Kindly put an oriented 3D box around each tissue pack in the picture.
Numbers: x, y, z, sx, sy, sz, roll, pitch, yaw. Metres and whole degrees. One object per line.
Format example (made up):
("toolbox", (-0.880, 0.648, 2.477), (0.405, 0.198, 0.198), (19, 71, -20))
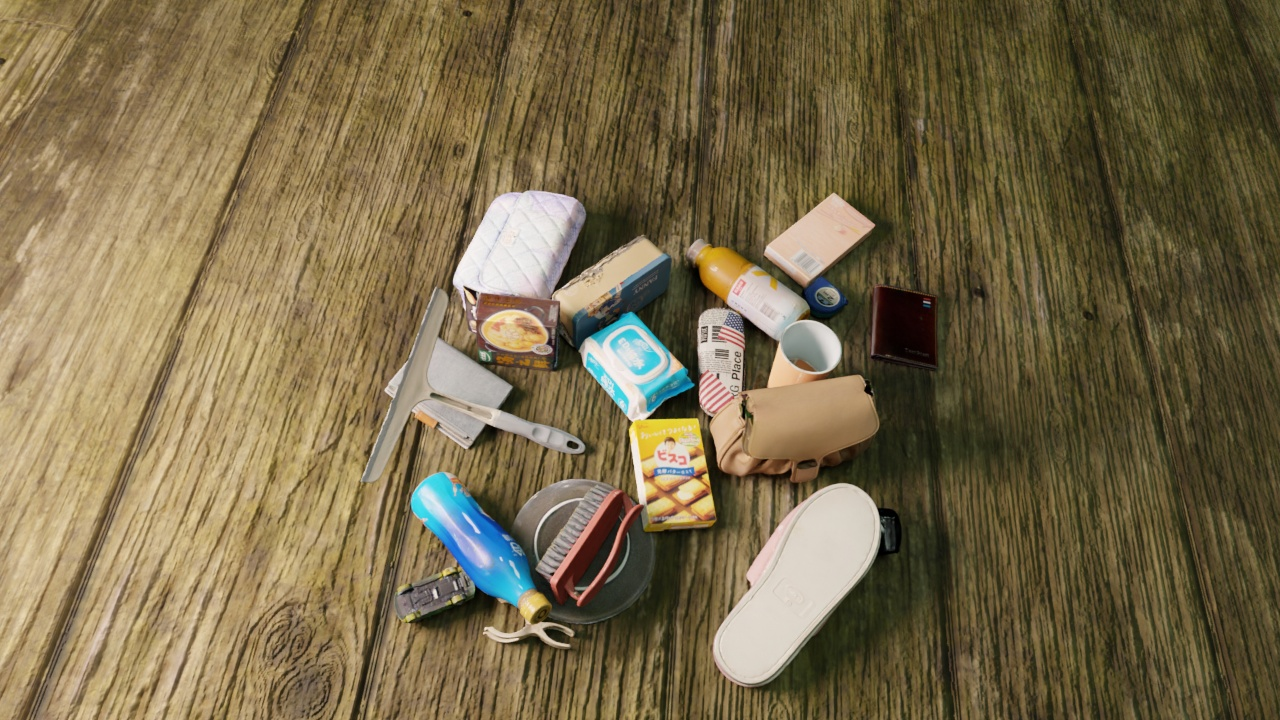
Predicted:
("tissue pack", (-0.007, 0.007, 1.202), (0.089, 0.063, 0.140), (-33, 68, -22))

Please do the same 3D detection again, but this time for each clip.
("clip", (-0.134, 0.308, 1.033), (0.103, 0.035, 0.092), (41, 60, 8))

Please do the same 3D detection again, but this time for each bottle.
("bottle", (-0.178, 0.213, 1.035), (0.065, 0.065, 0.219), (-35, 54, -23))
("bottle", (0.146, -0.102, 1.280), (0.189, 0.068, 0.067), (38, 63, 16))

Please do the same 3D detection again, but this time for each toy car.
("toy car", (-0.233, 0.268, 1.042), (0.091, 0.036, 0.043), (-17, 64, -16))

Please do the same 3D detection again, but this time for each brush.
("brush", (-0.054, 0.210, 1.054), (0.069, 0.063, 0.145), (23, 59, 20))

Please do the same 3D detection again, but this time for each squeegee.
("squeegee", (-0.184, 0.069, 1.138), (0.246, 0.039, 0.246), (21, 83, -18))

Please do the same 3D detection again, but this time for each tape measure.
("tape measure", (0.293, 0.209, 1.122), (0.039, 0.058, 0.057), (0, 82, -4))
("tape measure", (0.260, -0.086, 1.308), (0.054, 0.025, 0.058), (-37, 66, -21))

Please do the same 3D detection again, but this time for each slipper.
("slipper", (0.185, 0.262, 1.080), (0.114, 0.054, 0.274), (34, 73, 17))

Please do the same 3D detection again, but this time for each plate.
("plate", (-0.070, 0.222, 1.095), (0.179, 0.024, 0.179), (3, 59, -4))

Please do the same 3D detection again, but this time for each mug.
("mug", (0.205, 0.012, 1.188), (0.078, 0.123, 0.078), (3, 60, -6))

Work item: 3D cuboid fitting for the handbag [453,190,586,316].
("handbag", (-0.165, -0.145, 1.256), (0.134, 0.076, 0.193), (9, 58, 15))

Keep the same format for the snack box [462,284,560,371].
("snack box", (-0.167, -0.040, 1.183), (0.125, 0.113, 0.053), (5, 60, -3))

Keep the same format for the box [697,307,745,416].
("box", (0.108, 0.004, 1.235), (0.071, 0.058, 0.164), (15, 59, -17))

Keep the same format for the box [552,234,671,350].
("box", (-0.034, -0.096, 1.244), (0.184, 0.090, 0.059), (-35, 68, -18))

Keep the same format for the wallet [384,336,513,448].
("wallet", (-0.245, 0.040, 1.171), (0.129, 0.037, 0.106), (34, 62, 0))

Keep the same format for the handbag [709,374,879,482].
("handbag", (0.194, 0.087, 1.129), (0.204, 0.148, 0.099), (-9, 59, -6))

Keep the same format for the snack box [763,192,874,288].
("snack box", (0.266, -0.179, 1.361), (0.157, 0.026, 0.084), (-38, 70, -24))

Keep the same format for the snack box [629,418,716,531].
("snack box", (0.039, 0.141, 1.141), (0.087, 0.034, 0.140), (0, 59, -16))

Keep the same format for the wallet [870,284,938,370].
("wallet", (0.375, -0.048, 1.303), (0.096, 0.020, 0.122), (10, 62, 0))
